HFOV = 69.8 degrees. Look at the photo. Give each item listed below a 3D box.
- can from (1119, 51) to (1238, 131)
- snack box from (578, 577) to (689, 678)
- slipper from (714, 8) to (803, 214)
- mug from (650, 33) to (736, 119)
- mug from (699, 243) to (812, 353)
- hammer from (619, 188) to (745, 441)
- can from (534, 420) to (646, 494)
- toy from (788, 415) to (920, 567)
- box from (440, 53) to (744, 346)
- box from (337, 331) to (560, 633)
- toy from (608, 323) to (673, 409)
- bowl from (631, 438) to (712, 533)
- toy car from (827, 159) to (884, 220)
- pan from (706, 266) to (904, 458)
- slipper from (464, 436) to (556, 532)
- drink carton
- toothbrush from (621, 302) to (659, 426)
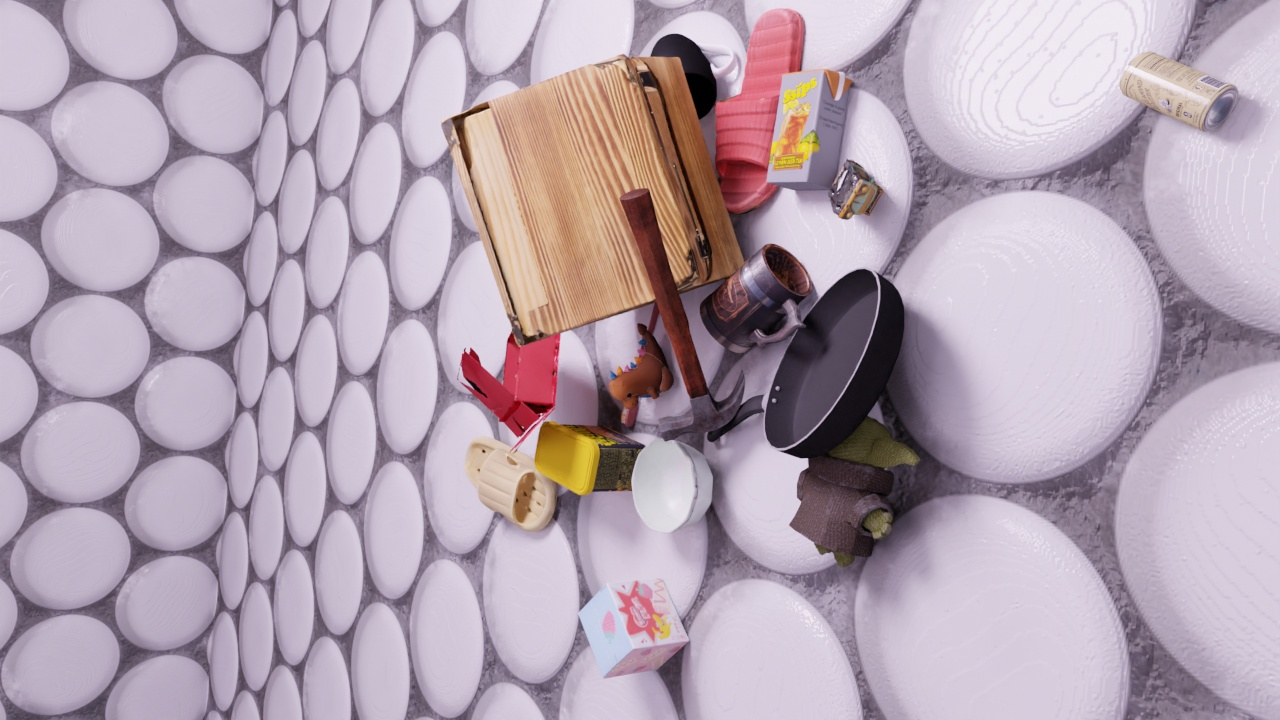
[{"bbox_3d":[0.430,-0.217,0.737,0.079,0.038,0.038,50,122,41],"label":"can"},{"bbox_3d":[-0.009,0.337,1.162,0.080,0.094,0.093,-52,49,33],"label":"snack box"},{"bbox_3d":[0.133,-0.299,1.091,0.104,0.059,0.249,18,99,50],"label":"slipper"},{"bbox_3d":[0.064,-0.375,1.178,0.119,0.085,0.100,-21,55,16],"label":"mug"},{"bbox_3d":[0.136,-0.057,1.040,0.107,0.080,0.115,-44,47,37],"label":"mug"},{"bbox_3d":[0.038,-0.047,1.009,0.028,0.111,0.301,-91,-16,-61],"label":"hammer"},{"bbox_3d":[-0.065,0.132,1.248,0.131,0.100,0.072,19,100,50],"label":"can"},{"bbox_3d":[0.210,0.129,0.933,0.179,0.078,0.153,25,101,63],"label":"toy"},{"bbox_3d":[-0.052,-0.188,1.075,0.270,0.263,0.279,-16,91,40],"label":"box"},{"bbox_3d":[-0.227,0.149,1.221,0.466,0.138,0.215,-67,9,-15],"label":"box"},{"bbox_3d":[-0.007,0.007,1.193,0.071,0.090,0.103,-3,104,50],"label":"toy"},{"bbox_3d":[0.048,0.155,1.139,0.118,0.061,0.117,-8,79,50],"label":"bowl"},{"bbox_3d":[0.228,-0.176,0.963,0.111,0.047,0.047,-73,8,-64],"label":"toy car"},{"bbox_3d":[0.165,0.033,0.988,0.357,0.044,0.203,-46,20,59],"label":"pan"},{"bbox_3d":[-0.229,0.193,1.461,0.262,0.079,0.111,24,107,50],"label":"slipper"},{"bbox_3d":[0.188,-0.257,1.027,0.076,0.048,0.125,13,96,50],"label":"drink carton"},{"bbox_3d":[0.003,0.001,1.250,0.016,0.015,0.184,26,105,52],"label":"toothbrush"}]
